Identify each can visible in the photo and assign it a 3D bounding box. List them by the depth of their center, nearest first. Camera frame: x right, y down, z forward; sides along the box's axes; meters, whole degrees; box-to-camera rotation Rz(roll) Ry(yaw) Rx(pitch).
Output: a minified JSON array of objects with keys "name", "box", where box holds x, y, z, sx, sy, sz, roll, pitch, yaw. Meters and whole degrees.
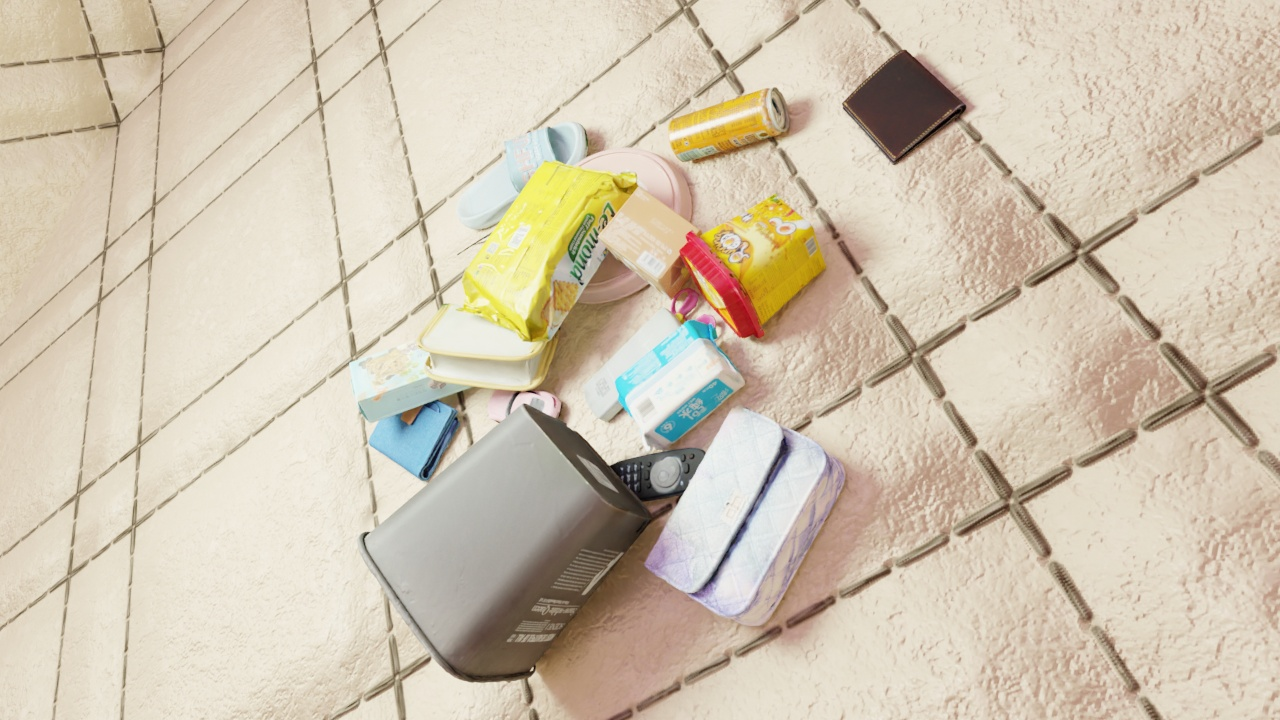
[{"name":"can","box":[0.109,-0.294,1.150,0.146,0.058,0.058,-10,60,32]}]

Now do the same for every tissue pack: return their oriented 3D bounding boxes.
[{"name":"tissue pack","box":[0.041,0.028,1.013,0.140,0.063,0.090,-40,50,12]}]

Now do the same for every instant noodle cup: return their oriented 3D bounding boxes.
[{"name":"instant noodle cup","box":[0.126,-0.107,1.004,0.123,0.116,0.116,-36,49,-1]}]

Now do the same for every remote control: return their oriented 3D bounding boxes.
[{"name":"remote control","box":[0.018,0.127,1.000,0.137,0.024,0.053,-14,61,30]},{"name":"remote control","box":[-0.006,0.006,1.078,0.150,0.021,0.058,-45,48,18]}]

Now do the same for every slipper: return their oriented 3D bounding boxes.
[{"name":"slipper","box":[-0.182,-0.278,1.342,0.246,0.074,0.104,-27,51,23]}]

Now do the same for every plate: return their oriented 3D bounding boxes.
[{"name":"plate","box":[-0.045,-0.182,1.193,0.230,0.028,0.229,-11,63,21]}]

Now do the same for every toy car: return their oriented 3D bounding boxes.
[{"name":"toy car","box":[-0.149,0.059,1.153,0.122,0.037,0.056,11,71,41]}]

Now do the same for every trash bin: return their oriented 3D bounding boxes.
[{"name":"trash bin","box":[-0.126,0.183,0.944,0.220,0.199,0.198,-45,65,3]}]

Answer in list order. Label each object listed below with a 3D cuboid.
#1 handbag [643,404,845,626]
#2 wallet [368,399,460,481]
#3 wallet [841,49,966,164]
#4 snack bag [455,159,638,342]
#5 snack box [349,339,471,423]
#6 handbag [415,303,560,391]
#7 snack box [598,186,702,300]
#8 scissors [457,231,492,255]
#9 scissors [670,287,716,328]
[{"name":"handbag","box":[0.101,0.148,0.894,0.134,0.075,0.193,23,79,42]},{"name":"wallet","box":[-0.309,0.093,1.250,0.133,0.040,0.106,23,84,40]},{"name":"wallet","box":[0.294,-0.288,1.039,0.096,0.020,0.122,-40,49,17]},{"name":"snack bag","box":[-0.120,-0.144,1.137,0.158,0.068,0.246,23,77,43]},{"name":"snack box","box":[-0.295,0.015,1.227,0.174,0.052,0.074,-20,49,-8]},{"name":"handbag","box":[-0.185,-0.037,1.191,0.163,0.063,0.178,6,39,10]},{"name":"snack box","box":[0.018,-0.137,1.079,0.093,0.094,0.077,38,90,15]},{"name":"scissors","box":[-0.189,-0.196,1.315,0.173,0.014,0.159,-34,11,-10]},{"name":"scissors","box":[0.037,-0.020,1.077,0.105,0.017,0.136,35,92,41]}]
